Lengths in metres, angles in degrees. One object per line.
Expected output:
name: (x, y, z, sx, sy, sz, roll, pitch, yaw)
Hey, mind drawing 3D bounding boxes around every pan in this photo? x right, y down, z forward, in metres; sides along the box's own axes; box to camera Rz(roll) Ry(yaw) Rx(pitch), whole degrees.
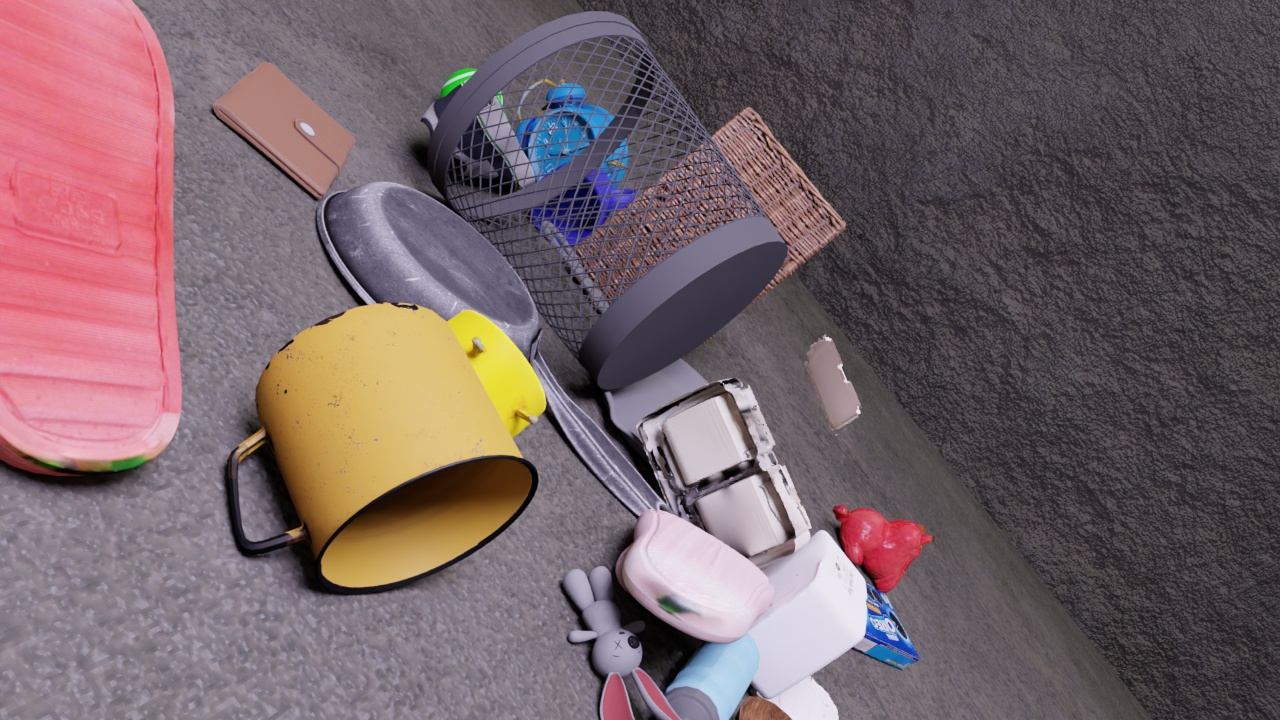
pan: (-0.085, 0.000, 0.674, 0.357, 0.055, 0.187, 43, 17, -12)
pan: (-0.006, 0.005, 0.862, 0.354, 0.024, 0.216, 56, 26, 18)

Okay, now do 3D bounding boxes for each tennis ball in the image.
tennis ball: (-0.178, -0.273, 0.965, 0.065, 0.065, 0.065, 45, 18, -19)

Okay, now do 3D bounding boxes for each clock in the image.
clock: (-0.104, 0.016, 0.532, 0.083, 0.057, 0.119, 56, -22, -17)
clock: (-0.089, -0.261, 1.097, 0.161, 0.117, 0.060, 53, 29, 11)

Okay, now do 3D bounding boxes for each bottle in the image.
bottle: (0.042, 0.203, 0.568, 0.040, 0.040, 0.130, 54, 17, 10)

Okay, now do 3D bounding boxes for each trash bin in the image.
trash bin: (-0.022, -0.123, 0.762, 0.227, 0.218, 0.217, 54, 17, 14)

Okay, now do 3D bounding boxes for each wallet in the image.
wallet: (-0.247, -0.166, 0.650, 0.087, 0.013, 0.120, 43, 18, -25)

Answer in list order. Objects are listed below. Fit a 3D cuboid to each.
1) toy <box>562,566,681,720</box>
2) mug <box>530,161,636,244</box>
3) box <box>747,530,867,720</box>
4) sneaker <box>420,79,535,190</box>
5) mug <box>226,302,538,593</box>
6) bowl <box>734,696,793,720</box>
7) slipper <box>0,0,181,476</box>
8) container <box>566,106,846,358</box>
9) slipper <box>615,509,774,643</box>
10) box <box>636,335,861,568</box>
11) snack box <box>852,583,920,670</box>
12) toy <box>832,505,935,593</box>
toy: (-0.014, 0.166, 0.520, 0.049, 0.030, 0.111, 1, 43, -31)
mug: (-0.057, -0.173, 0.998, 0.083, 0.111, 0.079, -72, 160, -70)
box: (0.130, 0.222, 0.676, 0.136, 0.121, 0.108, 50, 17, 3)
sneaker: (-0.158, -0.207, 0.887, 0.084, 0.079, 0.235, 64, 0, 2)
mug: (-0.122, 0.040, 0.410, 0.123, 0.101, 0.094, -18, 60, -28)
bowl: (0.087, 0.268, 0.569, 0.102, 0.026, 0.114, 33, 25, -44)
slipper: (-0.244, -0.066, 0.368, 0.103, 0.059, 0.248, 20, 50, -57)
container: (0.073, -0.118, 1.013, 0.162, 0.250, 0.183, 52, 8, 4)
slipper: (0.034, 0.144, 0.594, 0.107, 0.055, 0.221, 29, -1, 8)
box: (0.106, 0.074, 0.705, 0.070, 0.187, 0.143, -12, 77, -55)
snack box: (0.236, 0.268, 0.954, 0.150, 0.027, 0.082, 33, 25, -45)
toy: (0.289, 0.204, 1.117, 0.133, 0.094, 0.088, 43, 18, -18)
